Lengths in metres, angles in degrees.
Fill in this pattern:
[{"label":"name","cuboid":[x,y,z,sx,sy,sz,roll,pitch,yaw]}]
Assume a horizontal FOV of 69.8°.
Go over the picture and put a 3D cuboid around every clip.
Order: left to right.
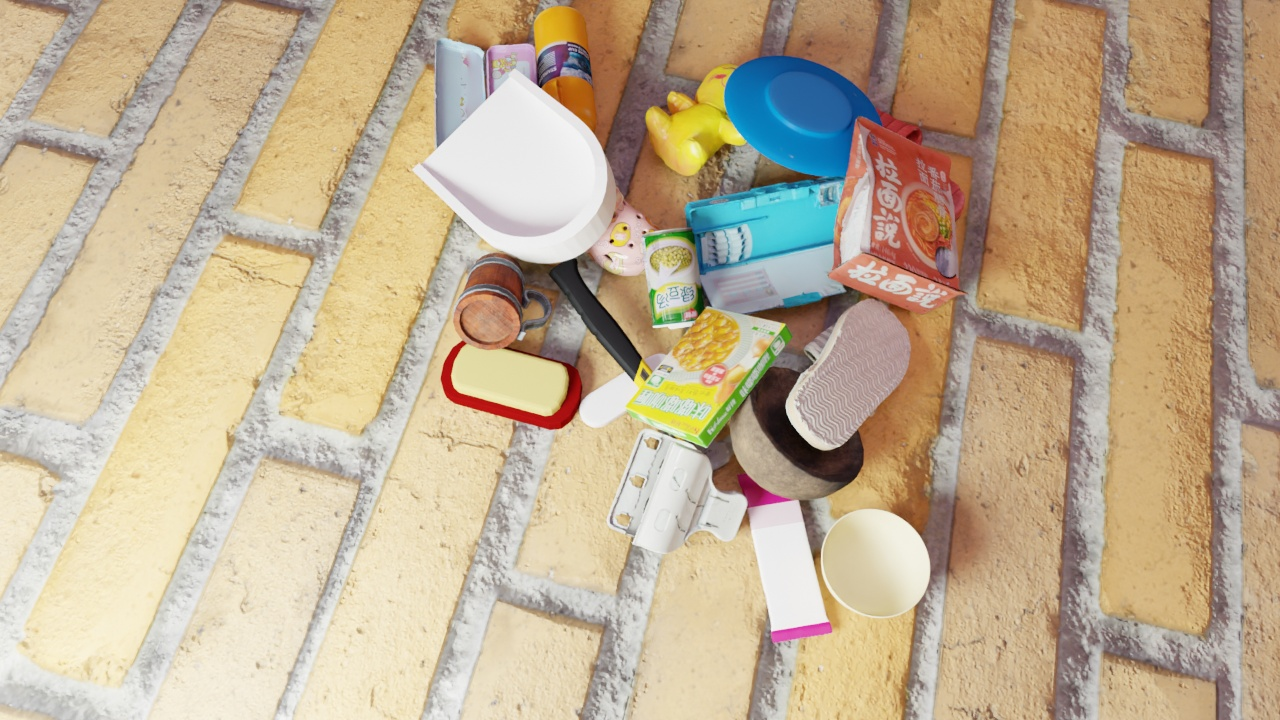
[{"label":"clip","cuboid":[0.048,0.159,1.035,0.152,0.105,0.126,22,93,7]}]

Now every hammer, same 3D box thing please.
[{"label":"hammer","cuboid":[-0.007,0.007,1.122,0.127,0.029,0.323,-35,78,-14]}]

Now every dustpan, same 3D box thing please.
[{"label":"dustpan","cuboid":[-0.149,-0.239,1.157,0.191,0.053,0.258,-45,72,-2]}]

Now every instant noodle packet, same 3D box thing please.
[{"label":"instant noodle packet","cuboid":[0.331,-0.191,1.170,0.164,0.084,0.220,17,67,-21]}]

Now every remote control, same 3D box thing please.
[{"label":"remote control","cuboid":[-0.015,0.037,1.135,0.136,0.013,0.043,-32,71,-14]}]

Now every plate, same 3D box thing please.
[{"label":"plate","cuboid":[0.221,-0.334,1.213,0.224,0.024,0.223,7,56,-11]}]

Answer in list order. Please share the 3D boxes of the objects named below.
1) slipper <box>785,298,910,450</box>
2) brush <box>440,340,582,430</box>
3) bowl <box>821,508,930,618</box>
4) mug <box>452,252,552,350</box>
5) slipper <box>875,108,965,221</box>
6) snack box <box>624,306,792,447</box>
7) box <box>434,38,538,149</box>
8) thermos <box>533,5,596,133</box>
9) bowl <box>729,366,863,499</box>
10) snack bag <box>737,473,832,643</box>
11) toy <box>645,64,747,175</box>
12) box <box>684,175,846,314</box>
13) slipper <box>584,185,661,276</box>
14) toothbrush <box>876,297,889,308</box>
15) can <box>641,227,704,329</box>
[{"label":"slipper","cuboid":[0.245,0.016,1.090,0.114,0.054,0.271,43,45,2]},{"label":"brush","cuboid":[-0.158,0.025,1.120,0.173,0.042,0.082,15,67,5]},{"label":"bowl","cuboid":[0.254,0.232,1.026,0.118,0.074,0.117,1,67,-1]},{"label":"mug","cuboid":[-0.166,-0.069,1.129,0.117,0.082,0.111,25,32,-17]},{"label":"slipper","cuboid":[0.344,-0.282,1.257,0.249,0.059,0.103,41,72,13]},{"label":"snack box","cuboid":[0.077,0.013,1.054,0.132,0.027,0.167,19,64,50]},{"label":"box","cuboid":[-0.214,-0.358,1.283,0.151,0.041,0.214,1,66,-15]},{"label":"thermos","cuboid":[-0.109,-0.379,1.270,0.091,0.076,0.232,14,60,-40]},{"label":"bowl","cuboid":[0.172,0.091,1.057,0.162,0.070,0.162,22,41,-21]},{"label":"snack bag","cuboid":[0.165,0.221,1.060,0.070,0.016,0.196,-9,67,-3]},{"label":"toy","cuboid":[0.105,-0.324,1.251,0.134,0.088,0.193,34,61,26]},{"label":"box","cuboid":[0.181,-0.145,1.188,0.227,0.086,0.168,-12,85,-7]},{"label":"slipper","cuboid":[-0.053,-0.191,1.196,0.197,0.082,0.093,38,72,16]},{"label":"toothbrush","cuboid":[0.331,-0.150,1.204,0.017,0.012,0.186,15,80,-12]},{"label":"can","cuboid":[0.042,-0.101,1.143,0.067,0.067,0.121,-8,93,-5]}]
